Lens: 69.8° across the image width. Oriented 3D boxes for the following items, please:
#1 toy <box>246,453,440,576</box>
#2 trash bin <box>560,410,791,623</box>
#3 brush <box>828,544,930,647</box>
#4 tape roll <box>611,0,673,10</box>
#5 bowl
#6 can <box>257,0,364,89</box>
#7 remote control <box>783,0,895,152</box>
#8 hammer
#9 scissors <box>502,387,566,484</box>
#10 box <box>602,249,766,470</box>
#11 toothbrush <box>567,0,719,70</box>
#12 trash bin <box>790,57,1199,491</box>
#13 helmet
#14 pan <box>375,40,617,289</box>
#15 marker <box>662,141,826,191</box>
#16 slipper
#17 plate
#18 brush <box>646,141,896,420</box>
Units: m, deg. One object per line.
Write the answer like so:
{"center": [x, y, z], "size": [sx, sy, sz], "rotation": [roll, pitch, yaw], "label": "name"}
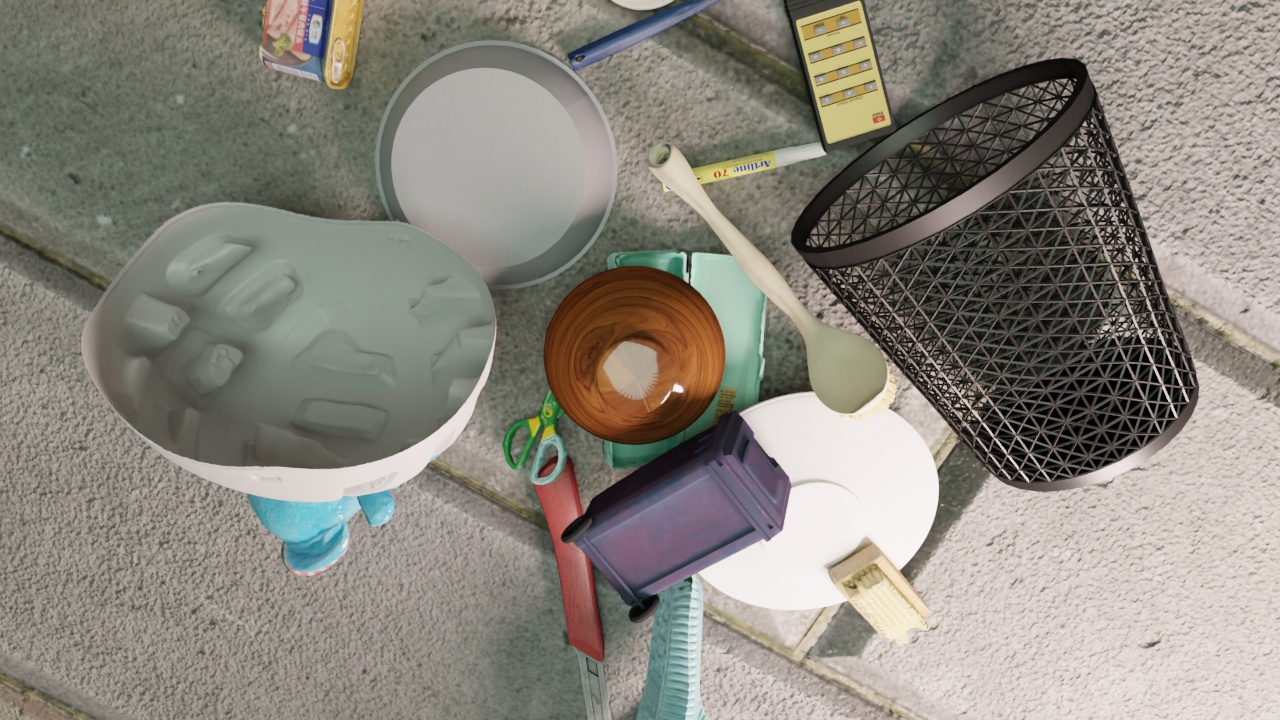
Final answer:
{"center": [-0.249, 0.084, 0.792], "size": [0.181, 0.115, 0.183], "rotation": [-18, 65, 7], "label": "toy"}
{"center": [0.033, 0.121, 0.728], "size": [0.161, 0.092, 0.094], "rotation": [-34, 102, 26], "label": "trash bin"}
{"center": [0.213, 0.209, 0.805], "size": [0.049, 0.039, 0.117], "rotation": [-34, 123, 12], "label": "brush"}
{"center": [0.001, -0.318, 0.700], "size": [0.094, 0.019, 0.094], "rotation": [1, 105, 4], "label": "tape roll"}
{"center": [-0.004, 0.004, 0.715], "size": [0.147, 0.068, 0.147], "rotation": [0, 105, -1], "label": "bowl"}
{"center": [-0.256, -0.269, 0.716], "size": [0.059, 0.054, 0.100], "rotation": [14, 106, 1], "label": "can"}
{"center": [0.153, -0.233, 0.708], "size": [0.058, 0.013, 0.133], "rotation": [-17, 99, 3], "label": "remote control"}
{"center": [-0.052, 0.239, 0.854], "size": [0.126, 0.036, 0.316], "rotation": [-6, 104, 4], "label": "hammer"}
{"center": [-0.073, 0.048, 0.799], "size": [0.071, 0.014, 0.131], "rotation": [35, 101, 26], "label": "scissors"}
{"center": [0.036, 0.001, 0.773], "size": [0.138, 0.057, 0.187], "rotation": [1, 106, -8], "label": "box"}
{"center": [0.031, -0.271, 0.712], "size": [0.190, 0.017, 0.016], "rotation": [-21, 102, 10], "label": "toothbrush"}
{"center": [0.268, -0.049, 0.666], "size": [0.217, 0.216, 0.243], "rotation": [-34, 107, 12], "label": "trash bin"}
{"center": [-0.238, -0.005, 0.678], "size": [0.283, 0.223, 0.184], "rotation": [-2, 148, 19], "label": "helmet"}
{"center": [-0.182, -0.111, 0.763], "size": [0.357, 0.050, 0.201], "rotation": [-36, 100, 10], "label": "pan"}
{"center": [0.083, -0.157, 0.741], "size": [0.132, 0.014, 0.014], "rotation": [-11, 104, 7], "label": "marker"}
{"center": [0.034, 0.318, 0.803], "size": [0.069, 0.116, 0.276], "rotation": [10, 82, -13], "label": "slipper"}
{"center": [0.144, 0.134, 0.784], "size": [0.229, 0.030, 0.230], "rotation": [-1, 117, -2], "label": "plate"}
{"center": [0.099, -0.062, 0.712], "size": [0.062, 0.077, 0.272], "rotation": [-41, 89, 2], "label": "brush"}
